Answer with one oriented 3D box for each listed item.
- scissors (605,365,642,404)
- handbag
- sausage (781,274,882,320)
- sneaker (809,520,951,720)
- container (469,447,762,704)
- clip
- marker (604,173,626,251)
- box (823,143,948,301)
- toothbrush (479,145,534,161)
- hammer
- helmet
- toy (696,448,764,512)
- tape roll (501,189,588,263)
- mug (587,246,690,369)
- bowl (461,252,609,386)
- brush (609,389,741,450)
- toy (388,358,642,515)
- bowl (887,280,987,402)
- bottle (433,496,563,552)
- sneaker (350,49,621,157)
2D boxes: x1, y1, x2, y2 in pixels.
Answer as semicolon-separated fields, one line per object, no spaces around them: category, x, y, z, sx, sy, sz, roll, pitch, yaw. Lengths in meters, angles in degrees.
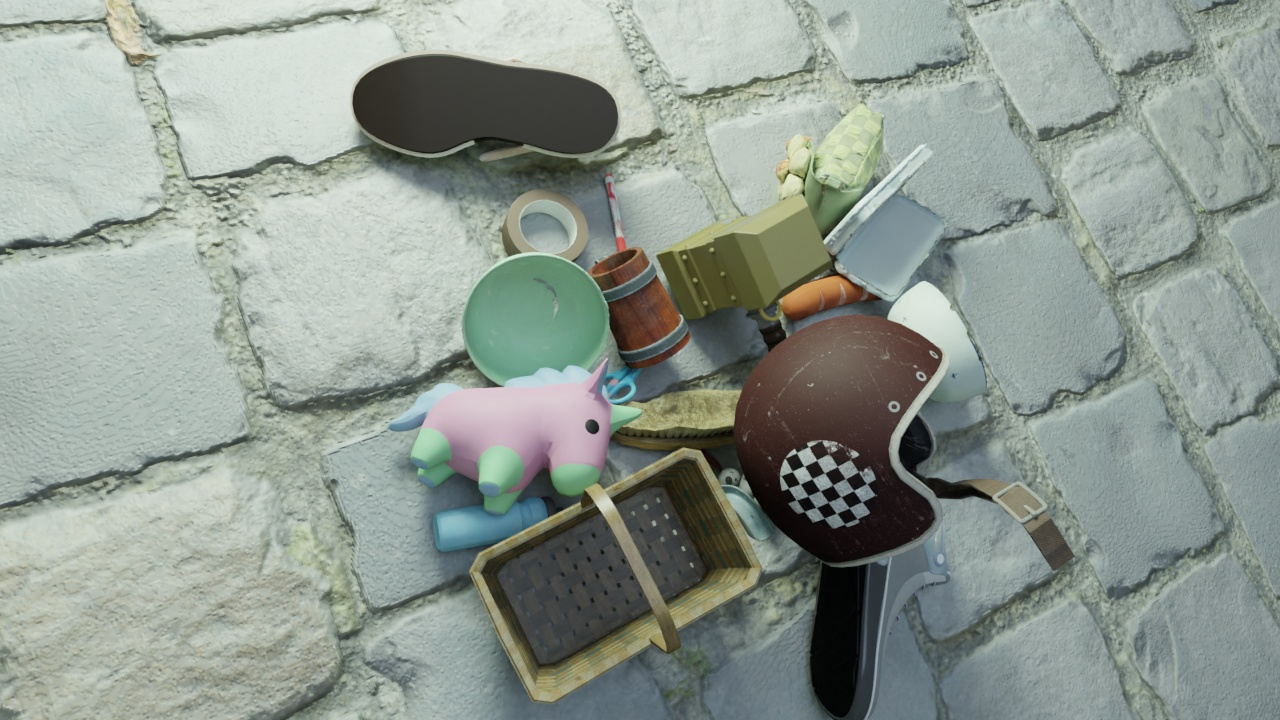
scissors;-0.006;0.006;1.026;0.136;0.055;0.015;-48;136;-34
handbag;0.236;-0.249;1.169;0.117;0.113;0.186;30;60;6
sausage;0.245;-0.084;1.145;0.164;0.039;0.044;-14;52;-24
sneaker;0.277;0.274;1.017;0.160;0.093;0.256;17;68;-24
container;-0.019;0.194;0.851;0.249;0.187;0.157;-26;82;-17
clip;0.083;0.187;0.969;0.031;0.169;0.165;-19;121;-25
marker;-0.026;-0.156;1.084;0.012;0.013;0.142;-4;74;-22
box;0.325;-0.187;1.154;0.130;0.106;0.210;34;52;9
toothbrush;-0.109;-0.260;1.087;0.180;0.016;0.018;-20;73;-26
hammer;0.161;-0.004;1.038;0.100;0.191;0.325;-31;102;-27
helmet;0.214;0.082;0.870;0.253;0.234;0.232;56;22;-4
toy;0.099;0.134;1.022;0.112;0.030;0.049;26;64;3
tape roll;-0.108;-0.145;1.039;0.093;0.030;0.093;7;70;-19
mug;-0.010;-0.062;1.010;0.081;0.117;0.111;-31;111;-10
bowl;-0.112;-0.048;0.963;0.151;0.077;0.151;-4;113;-10
brush;0.055;0.064;1.013;0.195;0.043;0.059;-2;56;-16
toy;-0.126;0.063;0.909;0.222;0.120;0.170;21;59;11
bowl;0.347;-0.013;1.112;0.073;0.153;0.153;-26;82;3
bottle;-0.139;0.161;0.917;0.130;0.040;0.040;-6;74;-22
sneaker;-0.171;-0.292;1.040;0.293;0.116;0.112;-1;108;-6
